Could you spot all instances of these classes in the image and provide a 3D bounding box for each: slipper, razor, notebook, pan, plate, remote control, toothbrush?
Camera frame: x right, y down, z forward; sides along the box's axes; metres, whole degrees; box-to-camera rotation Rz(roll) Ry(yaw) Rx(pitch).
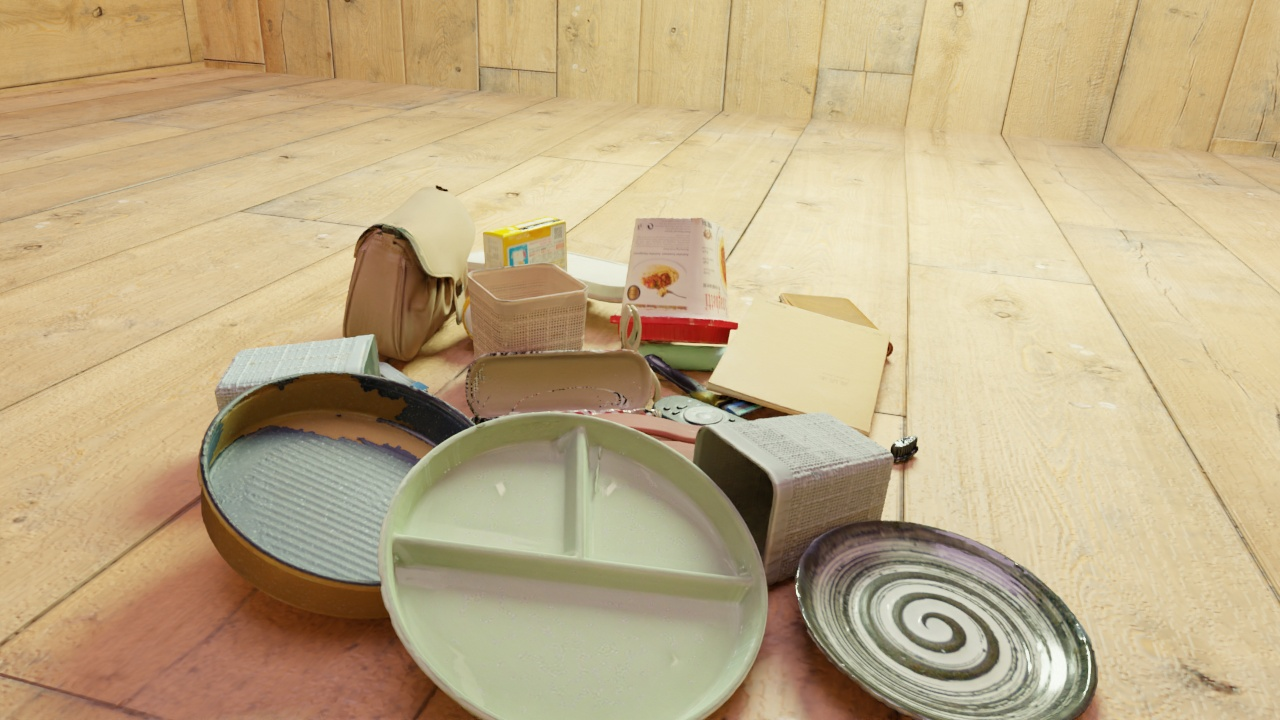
[{"bbox_3d":[-0.103,-0.091,1.081,0.275,0.054,0.113,11,23,30],"label":"slipper"},{"bbox_3d":[0.052,0.026,0.868,0.042,0.022,0.143,-16,32,-41],"label":"razor"},{"bbox_3d":[0.162,-0.001,0.901,0.149,0.012,0.210,16,30,12],"label":"notebook"},{"bbox_3d":[-0.106,0.100,0.603,0.357,0.078,0.197,23,31,-4],"label":"pan"},{"bbox_3d":[-0.037,0.121,0.543,0.230,0.028,0.229,10,42,-10],"label":"plate"},{"bbox_3d":[0.067,0.063,0.783,0.053,0.024,0.136,-21,32,-40],"label":"remote control"},{"bbox_3d":[0.159,0.090,0.740,0.188,0.018,0.014,-14,30,-30],"label":"toothbrush"},{"bbox_3d":[0.181,0.161,0.556,0.179,0.024,0.179,6,28,-3],"label":"plate"},{"bbox_3d":[0.101,-0.001,0.932,0.224,0.027,0.026,2,61,-1],"label":"toothbrush"}]

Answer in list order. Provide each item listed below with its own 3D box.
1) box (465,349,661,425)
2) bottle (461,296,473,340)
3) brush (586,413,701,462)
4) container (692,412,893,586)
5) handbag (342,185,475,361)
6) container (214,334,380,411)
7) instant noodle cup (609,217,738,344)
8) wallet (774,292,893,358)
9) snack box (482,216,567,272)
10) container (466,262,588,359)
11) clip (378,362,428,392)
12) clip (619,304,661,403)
[{"bbox_3d":[-0.067,0.027,0.776,0.162,0.085,0.075,-4,-16,-8],"label":"box"},{"bbox_3d":[-0.151,-0.055,0.982,0.063,0.063,0.108,4,18,4],"label":"bottle"},{"bbox_3d":[0.008,0.075,0.691,0.146,0.069,0.063,1,25,-3],"label":"brush"},{"bbox_3d":[0.106,0.091,0.644,0.114,0.090,0.090,-8,26,-30],"label":"container"},{"bbox_3d":[-0.228,-0.088,0.945,0.100,0.148,0.204,12,25,1],"label":"handbag"},{"bbox_3d":[-0.267,0.036,0.731,0.111,0.090,0.090,-4,24,-7],"label":"container"},{"bbox_3d":[0.038,-0.080,0.943,0.117,0.124,0.116,3,0,21],"label":"instant noodle cup"},{"bbox_3d":[0.203,-0.042,1.024,0.119,0.035,0.130,0,25,-8],"label":"wallet"},{"bbox_3d":[-0.112,-0.068,0.917,0.034,0.140,0.086,15,27,37],"label":"snack box"},{"bbox_3d":[-0.105,-0.022,0.850,0.090,0.111,0.090,-11,27,-29],"label":"container"},{"bbox_3d":[-0.227,0.024,0.856,0.057,0.028,0.024,21,31,18],"label":"clip"},{"bbox_3d":[-0.003,0.005,0.843,0.098,0.099,0.035,26,13,-23],"label":"clip"}]
